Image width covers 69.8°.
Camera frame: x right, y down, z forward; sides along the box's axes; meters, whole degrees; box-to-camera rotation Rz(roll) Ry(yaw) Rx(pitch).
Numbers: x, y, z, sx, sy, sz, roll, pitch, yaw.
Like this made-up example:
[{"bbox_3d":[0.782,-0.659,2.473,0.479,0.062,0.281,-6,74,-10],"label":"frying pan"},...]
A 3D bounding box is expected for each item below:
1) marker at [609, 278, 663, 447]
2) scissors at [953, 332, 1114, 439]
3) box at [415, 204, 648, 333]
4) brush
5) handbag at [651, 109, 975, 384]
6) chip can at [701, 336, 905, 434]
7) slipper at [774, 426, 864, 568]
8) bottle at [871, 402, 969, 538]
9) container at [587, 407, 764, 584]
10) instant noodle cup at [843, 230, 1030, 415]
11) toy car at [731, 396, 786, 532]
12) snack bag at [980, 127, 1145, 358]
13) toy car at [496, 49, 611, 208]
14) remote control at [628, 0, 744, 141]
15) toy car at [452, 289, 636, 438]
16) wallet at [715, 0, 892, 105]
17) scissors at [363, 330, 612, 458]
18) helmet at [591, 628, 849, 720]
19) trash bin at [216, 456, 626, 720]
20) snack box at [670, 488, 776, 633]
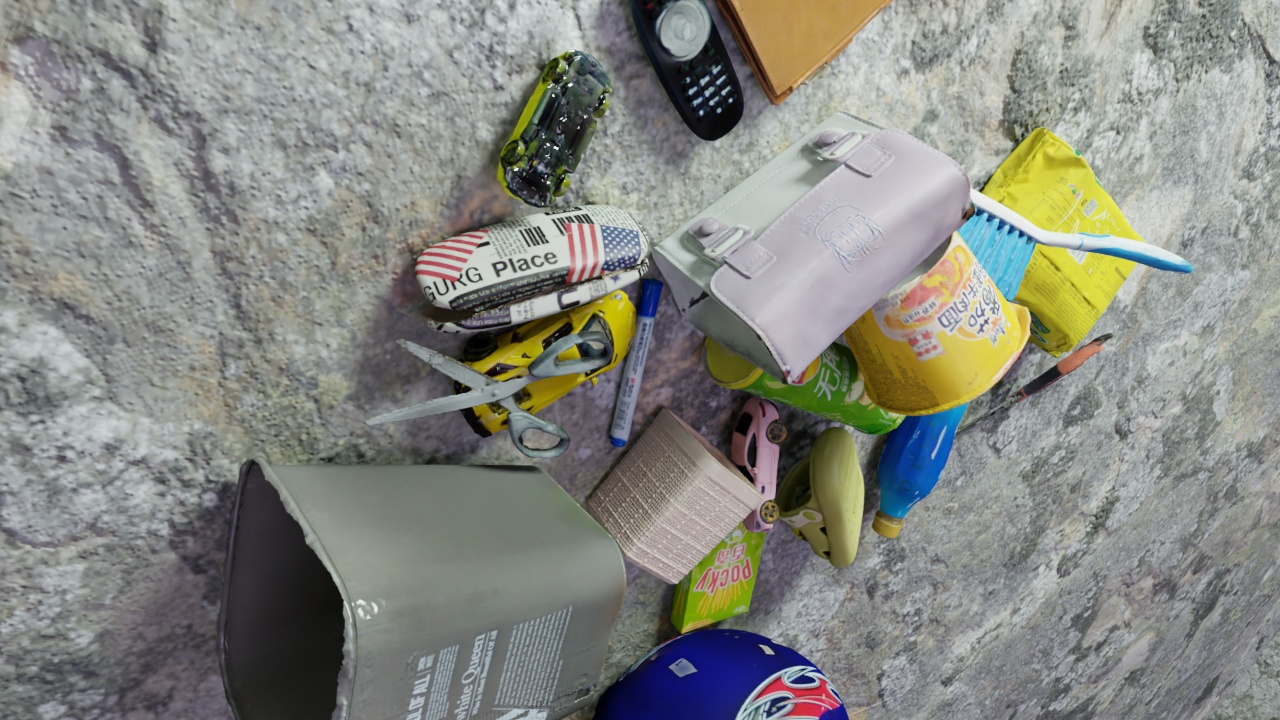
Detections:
[{"bbox_3d":[-0.004,0.004,0.736,0.016,0.017,0.146,-3,118,-33],"label":"marker"},{"bbox_3d":[0.429,0.033,1.019,0.222,0.015,0.189,-42,161,32],"label":"scissors"},{"bbox_3d":[-0.070,-0.069,0.617,0.163,0.075,0.081,-16,115,-23],"label":"box"},{"bbox_3d":[0.351,-0.099,0.820,0.314,0.060,0.109,23,94,-13],"label":"brush"},{"bbox_3d":[0.127,-0.091,0.683,0.197,0.145,0.098,-39,134,-10],"label":"handbag"},{"bbox_3d":[0.154,0.013,0.811,0.221,0.072,0.073,19,105,-40],"label":"chip can"},{"bbox_3d":[0.174,0.129,0.896,0.191,0.082,0.091,69,35,-50],"label":"slipper"},{"bbox_3d":[0.288,0.087,0.951,0.065,0.065,0.219,-1,117,-34],"label":"bottle"},{"bbox_3d":[0.026,0.118,0.779,0.111,0.090,0.090,-48,132,4],"label":"container"},{"bbox_3d":[0.220,-0.042,0.735,0.138,0.138,0.110,-41,116,-7],"label":"instant noodle cup"},{"bbox_3d":[0.102,0.094,0.820,0.037,0.056,0.122,2,95,-14],"label":"toy car"},{"bbox_3d":[0.411,-0.111,0.916,0.246,0.068,0.158,27,99,-40],"label":"snack bag"},{"bbox_3d":[-0.058,-0.152,0.599,0.048,0.032,0.105,29,87,-41],"label":"toy car"},{"bbox_3d":[0.030,-0.211,0.627,0.053,0.024,0.136,-39,130,-6],"label":"remote control"},{"bbox_3d":[-0.066,-0.003,0.675,0.155,0.041,0.071,-29,129,-18],"label":"toy car"},{"bbox_3d":[0.123,-0.262,0.655,0.131,0.031,0.108,-43,129,-4],"label":"wallet"},{"bbox_3d":[-0.097,0.023,0.632,0.181,0.014,0.160,-25,134,-13],"label":"scissors"},{"bbox_3d":[0.091,0.383,0.881,0.315,0.248,0.240,18,88,-48],"label":"helmet"},{"bbox_3d":[-0.148,0.176,0.633,0.219,0.199,0.199,-1,117,-40],"label":"trash bin"},{"bbox_3d":[0.079,0.190,0.897,0.085,0.026,0.157,-8,121,-29],"label":"snack box"}]
